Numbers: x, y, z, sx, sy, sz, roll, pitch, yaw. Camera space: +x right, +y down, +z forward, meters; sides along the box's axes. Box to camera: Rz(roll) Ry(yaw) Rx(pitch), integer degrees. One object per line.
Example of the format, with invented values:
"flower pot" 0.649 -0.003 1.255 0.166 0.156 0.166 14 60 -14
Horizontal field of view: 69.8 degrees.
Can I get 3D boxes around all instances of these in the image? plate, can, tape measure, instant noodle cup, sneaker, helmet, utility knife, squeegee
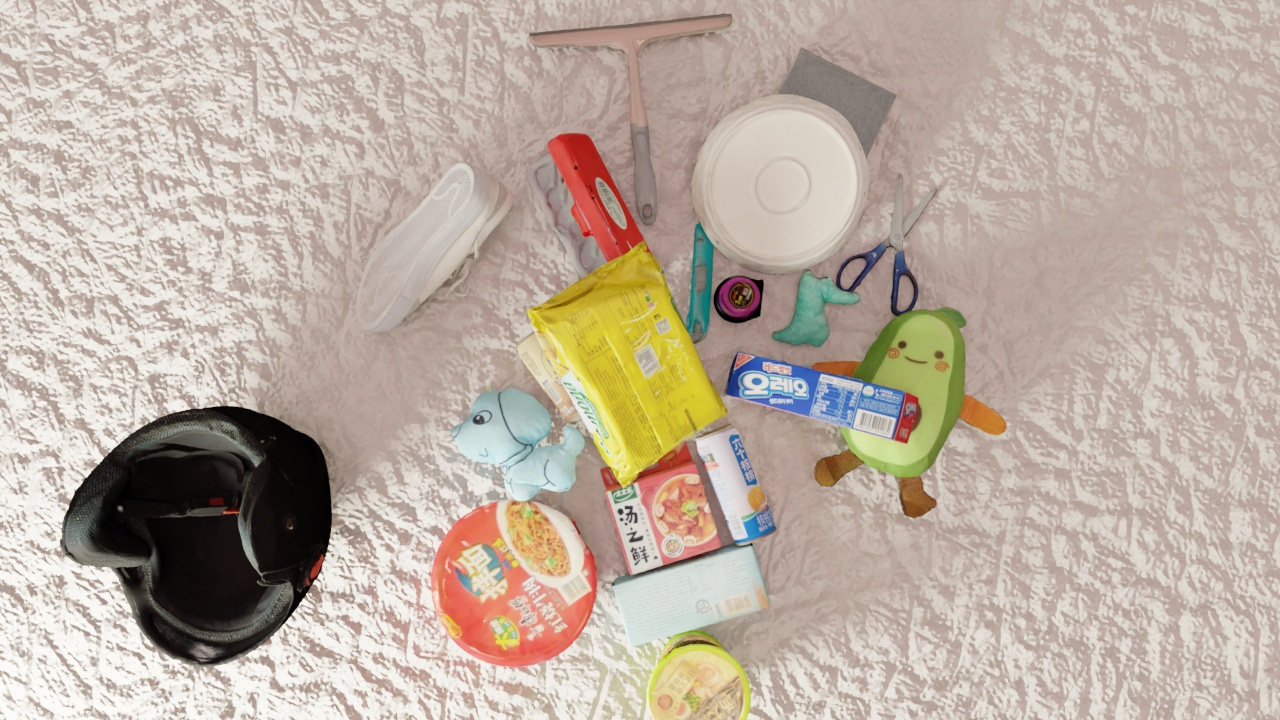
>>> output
"plate" 0.163 -0.201 1.059 0.205 0.045 0.205 1 101 5
"can" -0.093 0.015 1.082 0.058 0.058 0.116 -36 88 1
"tape measure" 0.115 -0.072 1.087 0.058 0.039 0.057 4 89 -3
"instant noodle cup" -0.143 0.256 1.077 0.194 0.066 0.194 0 89 3
"sneaker" -0.241 -0.124 1.087 0.243 0.090 0.089 -46 58 18
"helmet" -0.457 0.182 1.008 0.234 0.230 0.275 3 99 11
"utility knife" 0.073 -0.110 1.101 0.029 0.013 0.187 4 89 -5
"can" 0.111 0.145 1.076 0.053 0.053 0.134 -22 88 1
"squeegee" -0.002 -0.287 1.095 0.248 0.040 0.249 -5 90 1
"instant noodle cup" 0.062 0.361 1.040 0.111 0.123 0.111 0 89 0

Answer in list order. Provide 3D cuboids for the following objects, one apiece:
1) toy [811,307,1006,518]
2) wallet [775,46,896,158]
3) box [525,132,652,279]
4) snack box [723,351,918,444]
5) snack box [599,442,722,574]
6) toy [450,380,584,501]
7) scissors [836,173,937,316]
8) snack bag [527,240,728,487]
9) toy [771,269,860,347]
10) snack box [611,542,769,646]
"toy" 0.301 0.051 1.053 0.227 0.090 0.247 17 94 7
"wallet" 0.223 -0.297 1.089 0.130 0.037 0.106 27 81 0
"box" -0.063 -0.159 1.085 0.099 0.095 0.201 -29 90 30
"snack box" 0.199 0.040 1.027 0.208 0.058 0.057 14 90 33
"snack box" 0.022 0.173 1.083 0.113 0.044 0.127 -18 88 1
"toy" -0.146 0.091 1.075 0.161 0.050 0.156 -16 64 9
"scissors" 0.304 -0.130 1.095 0.162 0.012 0.163 -30 88 1
"snack bag" -0.006 0.006 1.020 0.158 0.068 0.246 -32 116 -11
"toy" 0.209 -0.060 1.087 0.096 0.030 0.092 8 91 11
"snack box" 0.059 0.272 1.076 0.175 0.051 0.074 -16 87 1
